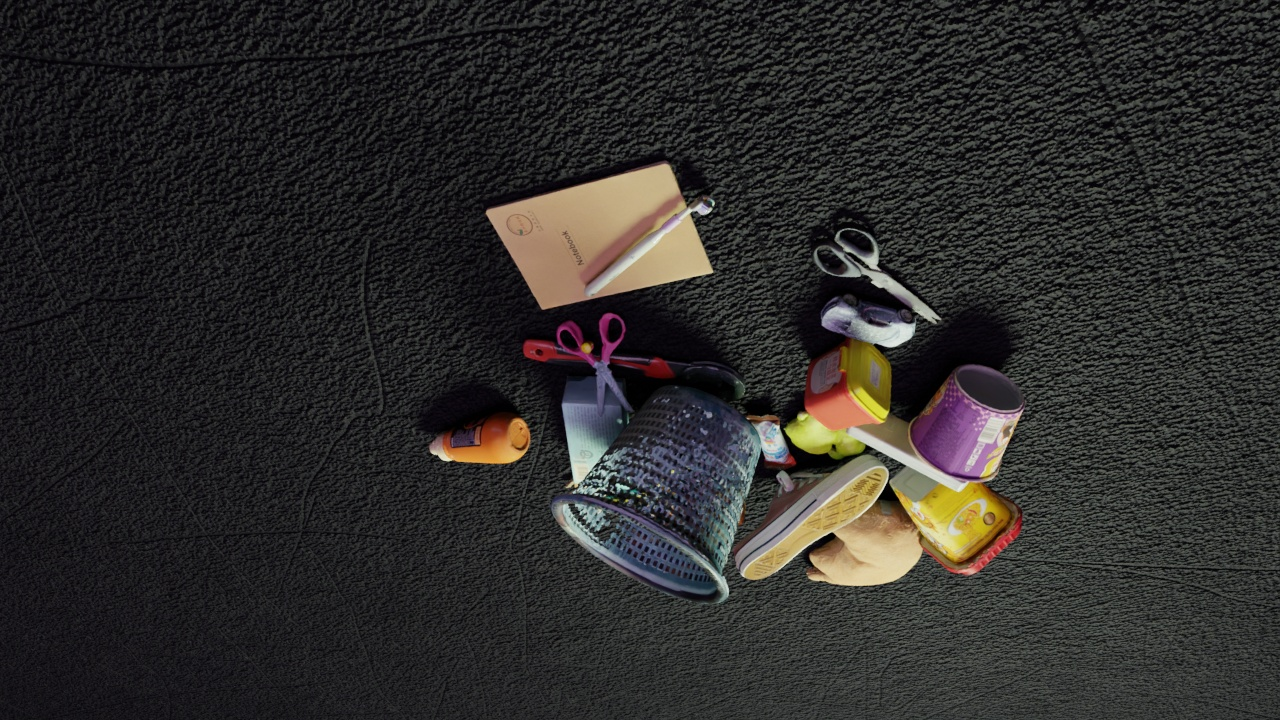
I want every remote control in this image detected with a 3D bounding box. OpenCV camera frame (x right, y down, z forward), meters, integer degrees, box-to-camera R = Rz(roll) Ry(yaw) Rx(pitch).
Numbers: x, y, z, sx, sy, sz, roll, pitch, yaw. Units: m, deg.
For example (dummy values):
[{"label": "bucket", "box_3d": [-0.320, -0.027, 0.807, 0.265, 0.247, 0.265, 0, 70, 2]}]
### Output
[{"label": "remote control", "box_3d": [0.317, 0.101, 1.076, 0.150, 0.058, 0.021, 29, 131, 16]}]

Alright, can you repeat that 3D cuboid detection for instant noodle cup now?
[{"label": "instant noodle cup", "box_3d": [0.384, 0.179, 1.136, 0.116, 0.116, 0.123, -42, 108, 0]}, {"label": "instant noodle cup", "box_3d": [0.374, 0.065, 1.041, 0.111, 0.111, 0.099, 13, 127, -3]}]

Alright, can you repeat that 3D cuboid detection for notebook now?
[{"label": "notebook", "box_3d": [-0.043, -0.128, 0.981, 0.208, 0.008, 0.148, -11, 132, 20]}]

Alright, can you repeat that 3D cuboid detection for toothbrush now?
[{"label": "toothbrush", "box_3d": [0.003, -0.116, 0.964, 0.190, 0.029, 0.020, -33, 80, 36]}]

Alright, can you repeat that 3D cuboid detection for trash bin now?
[{"label": "trash bin", "box_3d": [0.038, 0.146, 1.086, 0.227, 0.194, 0.227, 24, 153, 13]}]

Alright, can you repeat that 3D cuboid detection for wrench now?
[{"label": "wrench", "box_3d": [-0.006, 0.006, 1.106, 0.273, 0.016, 0.056, 11, 135, -2]}]

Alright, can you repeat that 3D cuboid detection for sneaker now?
[{"label": "sneaker", "box_3d": [0.209, 0.187, 1.194, 0.242, 0.087, 0.118, -43, 137, 22]}]

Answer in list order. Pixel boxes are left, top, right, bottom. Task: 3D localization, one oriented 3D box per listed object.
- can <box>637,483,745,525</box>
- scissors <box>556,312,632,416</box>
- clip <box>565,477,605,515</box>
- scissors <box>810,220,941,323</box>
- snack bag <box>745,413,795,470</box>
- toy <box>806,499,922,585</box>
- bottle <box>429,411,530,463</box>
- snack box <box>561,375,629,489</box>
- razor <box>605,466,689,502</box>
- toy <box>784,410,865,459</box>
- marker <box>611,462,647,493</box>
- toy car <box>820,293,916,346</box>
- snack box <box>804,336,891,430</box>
[{"label": "can", "box_3d": [0.068, 0.198, 1.256, 0.146, 0.058, 0.058, -4, 134, 14]}, {"label": "scissors", "box_3d": [-0.039, 0.002, 1.077, 0.108, 0.017, 0.135, -31, 99, 19]}, {"label": "clip", "box_3d": [-0.068, 0.174, 1.274, 0.095, 0.034, 0.102, 20, 131, -12]}, {"label": "scissors", "box_3d": [0.251, -0.082, 0.976, 0.133, 0.014, 0.175, -9, 136, 17]}, {"label": "snack bag", "box_3d": [0.166, 0.101, 1.163, 0.045, 0.026, 0.105, 4, 139, 32]}, {"label": "toy", "box_3d": [0.309, 0.272, 1.281, 0.143, 0.082, 0.227, 15, 139, 0]}, {"label": "bottle", "box_3d": [-0.220, 0.108, 1.218, 0.150, 0.066, 0.067, -10, 133, 29]}, {"label": "snack box", "box_3d": [-0.053, 0.096, 1.178, 0.074, 0.051, 0.175, 2, 135, 6]}, {"label": "razor", "box_3d": [0.005, 0.167, 1.236, 0.133, 0.028, 0.043, -29, 154, 22]}, {"label": "toy", "box_3d": [0.230, 0.094, 1.142, 0.100, 0.031, 0.097, -2, 137, 11]}, {"label": "marker", "box_3d": [-0.003, 0.157, 1.257, 0.017, 0.016, 0.146, 28, 133, -18]}, {"label": "toy car", "box_3d": [0.248, -0.040, 0.997, 0.105, 0.031, 0.049, 14, 148, -6]}, {"label": "snack box", "box_3d": [0.231, 0.028, 1.035, 0.080, 0.091, 0.082, -25, 127, 39]}]
